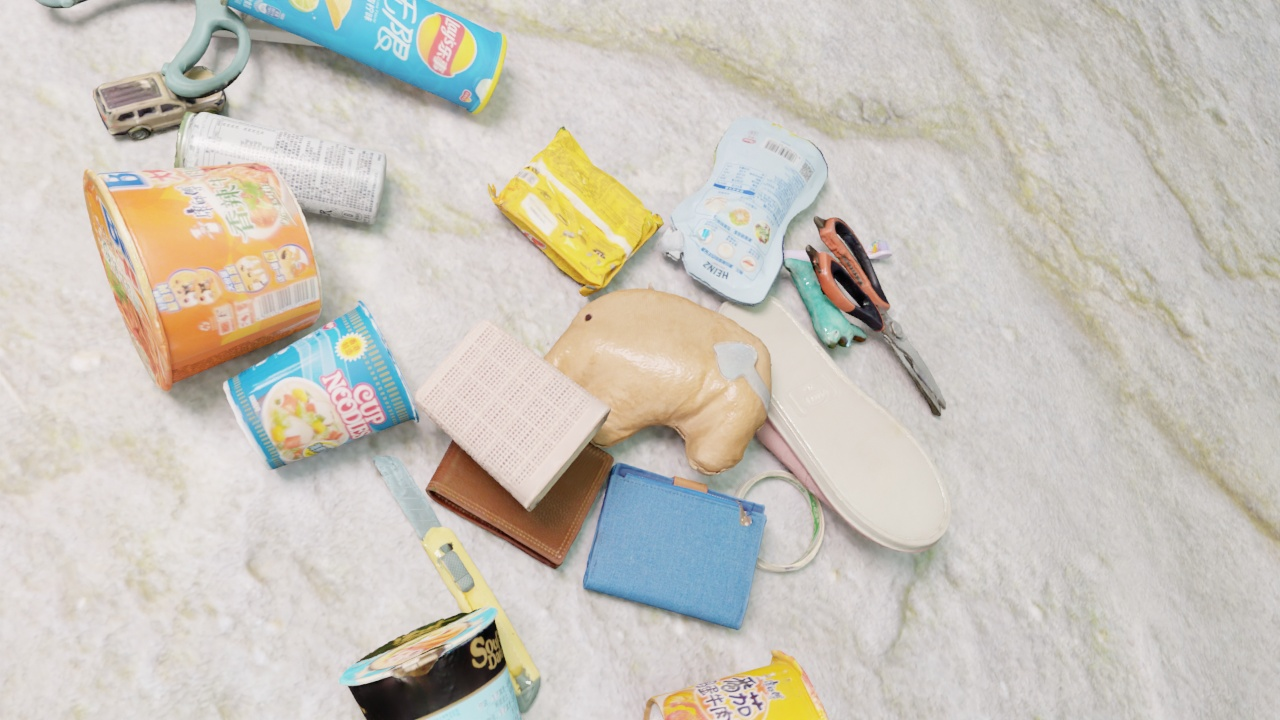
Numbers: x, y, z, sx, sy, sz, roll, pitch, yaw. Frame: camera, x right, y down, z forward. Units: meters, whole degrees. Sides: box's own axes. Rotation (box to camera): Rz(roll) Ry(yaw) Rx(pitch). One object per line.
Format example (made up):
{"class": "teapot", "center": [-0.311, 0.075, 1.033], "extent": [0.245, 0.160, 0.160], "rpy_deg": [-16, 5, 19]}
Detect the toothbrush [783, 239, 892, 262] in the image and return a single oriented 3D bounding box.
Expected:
{"class": "toothbrush", "center": [0.152, -0.101, 0.867], "extent": [0.189, 0.029, 0.021], "rpy_deg": [-5, 113, -20]}

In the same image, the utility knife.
{"class": "utility knife", "center": [-0.137, 0.162, 0.686], "extent": [0.030, 0.022, 0.219], "rpy_deg": [-31, 81, -31]}

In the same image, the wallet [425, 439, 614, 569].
{"class": "wallet", "center": [-0.092, 0.089, 0.715], "extent": [0.124, 0.032, 0.101], "rpy_deg": [32, 63, -9]}

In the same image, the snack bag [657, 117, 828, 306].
{"class": "snack bag", "center": [0.096, -0.140, 0.840], "extent": [0.110, 0.039, 0.190], "rpy_deg": [33, 62, -3]}

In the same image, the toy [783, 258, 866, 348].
{"class": "toy", "center": [0.173, -0.047, 0.847], "extent": [0.096, 0.030, 0.091], "rpy_deg": [15, 52, -42]}

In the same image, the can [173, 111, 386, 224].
{"class": "can", "center": [-0.272, -0.147, 0.704], "extent": [0.146, 0.058, 0.058], "rpy_deg": [9, 71, -17]}

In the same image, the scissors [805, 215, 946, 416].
{"class": "scissors", "center": [0.219, -0.032, 0.845], "extent": [0.192, 0.015, 0.206], "rpy_deg": [5, 68, -44]}

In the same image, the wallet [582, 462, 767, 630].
{"class": "wallet", "center": [0.028, 0.146, 0.733], "extent": [0.133, 0.040, 0.106], "rpy_deg": [17, 73, -8]}

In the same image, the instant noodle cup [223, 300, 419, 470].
{"class": "instant noodle cup", "center": [-0.229, 0.024, 0.655], "extent": [0.109, 0.099, 0.099], "rpy_deg": [-28, 85, -17]}

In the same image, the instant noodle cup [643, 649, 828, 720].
{"class": "instant noodle cup", "center": [0.066, 0.290, 0.658], "extent": [0.109, 0.138, 0.138], "rpy_deg": [-3, 75, -12]}

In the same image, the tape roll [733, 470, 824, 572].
{"class": "tape roll", "center": [0.117, 0.137, 0.784], "extent": [0.085, 0.014, 0.085], "rpy_deg": [6, 72, -18]}

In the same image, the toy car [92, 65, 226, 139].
{"class": "toy car", "center": [-0.365, -0.200, 0.701], "extent": [0.090, 0.035, 0.042], "rpy_deg": [-23, 84, -27]}

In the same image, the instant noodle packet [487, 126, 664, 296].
{"class": "instant noodle packet", "center": [-0.057, -0.128, 0.785], "extent": [0.128, 0.044, 0.110], "rpy_deg": [43, 59, -6]}

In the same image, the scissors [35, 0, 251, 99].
{"class": "scissors", "center": [-0.361, -0.263, 0.701], "extent": [0.170, 0.019, 0.179], "rpy_deg": [-17, 68, -27]}

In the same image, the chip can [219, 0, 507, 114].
{"class": "chip can", "center": [-0.216, -0.271, 0.734], "extent": [0.210, 0.071, 0.071], "rpy_deg": [18, 68, -27]}

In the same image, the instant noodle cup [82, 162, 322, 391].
{"class": "instant noodle cup", "center": [-0.295, -0.066, 0.629], "extent": [0.111, 0.152, 0.151], "rpy_deg": [-21, 82, -33]}

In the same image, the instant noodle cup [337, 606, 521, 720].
{"class": "instant noodle cup", "center": [-0.128, 0.245, 0.616], "extent": [0.111, 0.111, 0.120], "rpy_deg": [-21, 89, -24]}

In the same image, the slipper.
{"class": "slipper", "center": [0.157, 0.054, 0.800], "extent": [0.114, 0.055, 0.274], "rpy_deg": [-33, 75, -29]}

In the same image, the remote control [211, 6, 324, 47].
{"class": "remote control", "center": [-0.286, -0.293, 0.765], "extent": [0.150, 0.021, 0.058], "rpy_deg": [-1, 74, -20]}

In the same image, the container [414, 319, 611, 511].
{"class": "container", "center": [-0.093, 0.038, 0.659], "extent": [0.111, 0.090, 0.089], "rpy_deg": [39, 79, 3]}

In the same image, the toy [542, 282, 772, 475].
{"class": "toy", "center": [-0.004, 0.004, 0.742], "extent": [0.226, 0.083, 0.143], "rpy_deg": [15, 64, 1]}
